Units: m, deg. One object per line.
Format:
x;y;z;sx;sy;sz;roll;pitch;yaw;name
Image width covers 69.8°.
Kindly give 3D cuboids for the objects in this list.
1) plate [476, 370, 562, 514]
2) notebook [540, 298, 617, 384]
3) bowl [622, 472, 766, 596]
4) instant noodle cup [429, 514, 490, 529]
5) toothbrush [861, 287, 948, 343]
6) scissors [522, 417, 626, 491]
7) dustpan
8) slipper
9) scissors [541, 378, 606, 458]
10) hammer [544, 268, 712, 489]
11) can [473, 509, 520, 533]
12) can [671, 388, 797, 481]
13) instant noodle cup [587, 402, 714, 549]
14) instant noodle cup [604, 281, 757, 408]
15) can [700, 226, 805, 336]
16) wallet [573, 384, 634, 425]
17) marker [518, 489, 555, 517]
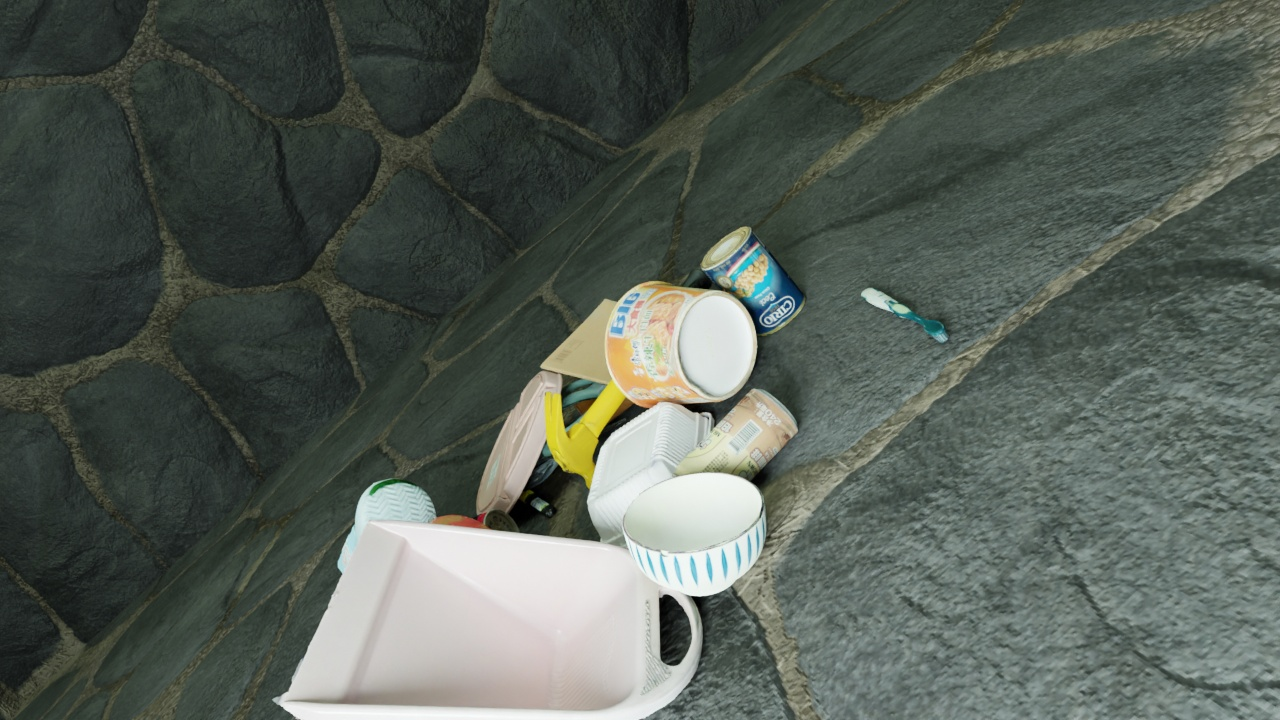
-0.166;0.114;1.230;0.230;0.028;0.229;-57;17;28;plate
-0.012;-0.019;1.203;0.212;0.012;0.149;13;47;39;notebook
0.048;0.148;0.748;0.116;0.066;0.116;-10;23;4;bowl
-0.217;0.251;0.996;0.109;0.138;0.137;-38;18;32;instant noodle cup
0.251;-0.046;0.884;0.016;0.018;0.191;-41;16;4;toothbrush
-0.096;0.114;1.212;0.176;0.014;0.159;-15;27;49;scissors
-0.099;0.195;0.718;0.139;0.273;0.222;-54;17;21;dustpan
-0.301;0.240;1.076;0.074;0.246;0.103;26;28;31;slipper
-0.073;0.068;1.169;0.171;0.019;0.180;-12;32;38;scissors
-0.006;0.006;1.084;0.033;0.129;0.300;4;51;53;hammer
-0.197;0.226;1.104;0.094;0.066;0.066;-33;20;25;can
0.088;0.084;0.851;0.116;0.058;0.058;-45;18;-8;can
0.004;0.114;0.958;0.138;0.060;0.173;-34;18;23;instant noodle cup
0.052;-0.017;1.034;0.151;0.151;0.112;-50;28;-23;instant noodle cup
0.131;-0.094;1.079;0.075;0.111;0.075;-37;19;15;can
-0.026;0.036;1.231;0.130;0.035;0.119;-38;23;-6;wallet
-0.133;0.180;1.164;0.018;0.015;0.124;-48;22;-15;marker
